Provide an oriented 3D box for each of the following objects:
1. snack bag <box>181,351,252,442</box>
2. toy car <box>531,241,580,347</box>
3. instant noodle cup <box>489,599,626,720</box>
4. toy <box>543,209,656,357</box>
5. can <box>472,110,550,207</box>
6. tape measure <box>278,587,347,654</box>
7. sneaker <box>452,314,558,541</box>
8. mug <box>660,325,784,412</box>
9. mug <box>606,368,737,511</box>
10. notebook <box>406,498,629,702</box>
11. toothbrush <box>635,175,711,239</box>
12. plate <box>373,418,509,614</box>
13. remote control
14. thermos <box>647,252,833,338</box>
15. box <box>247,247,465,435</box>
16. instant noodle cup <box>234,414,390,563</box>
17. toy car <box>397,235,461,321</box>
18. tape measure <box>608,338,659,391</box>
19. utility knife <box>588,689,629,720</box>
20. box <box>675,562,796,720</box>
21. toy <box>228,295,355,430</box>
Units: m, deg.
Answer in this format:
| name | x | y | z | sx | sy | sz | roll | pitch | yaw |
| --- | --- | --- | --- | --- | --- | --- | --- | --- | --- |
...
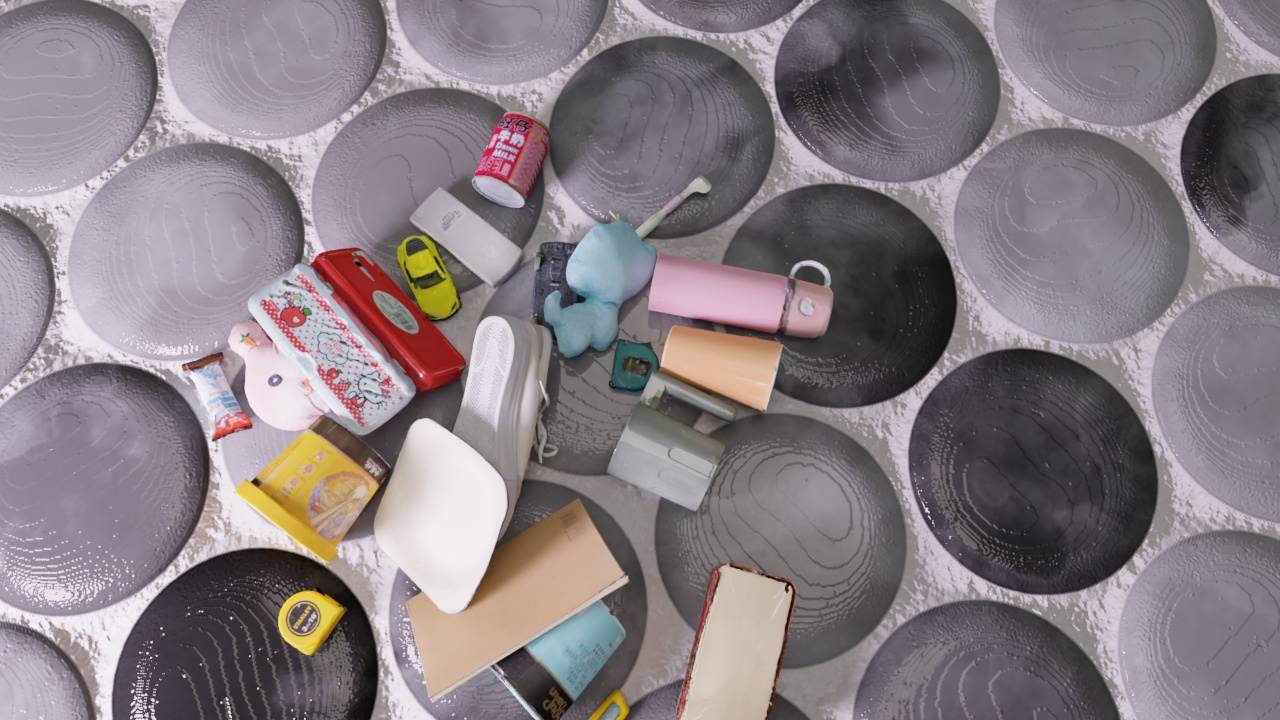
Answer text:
| name | x | y | z | sx | sy | sz | roll | pitch | yaw |
| --- | --- | --- | --- | --- | --- | --- | --- | --- | --- |
| snack bag | -0.467 | 0.040 | 1.011 | 0.048 | 0.026 | 0.104 | -22 | 76 | -18 |
| toy car | -0.095 | -0.075 | 1.038 | 0.054 | 0.037 | 0.120 | 4 | 84 | -1 |
| instant noodle cup | -0.081 | 0.286 | 0.908 | 0.120 | 0.111 | 0.111 | -41 | 78 | -20 |
| toy | -0.042 | -0.086 | 1.014 | 0.161 | 0.050 | 0.156 | -11 | 108 | -41 |
| can | -0.148 | -0.234 | 1.065 | 0.066 | 0.066 | 0.093 | 19 | 75 | 5 |
| tape measure | -0.341 | 0.267 | 0.946 | 0.057 | 0.029 | 0.060 | 32 | 77 | 7 |
| sneaker | -0.141 | 0.074 | 0.981 | 0.090 | 0.090 | 0.242 | 11 | 93 | 36 |
| mug | 0.088 | 0.003 | 0.997 | 0.123 | 0.078 | 0.078 | 15 | 75 | 9 |
| mug | 0.036 | 0.084 | 0.968 | 0.103 | 0.084 | 0.123 | 25 | 77 | 5 |
| notebook | -0.128 | 0.229 | 0.914 | 0.211 | 0.149 | 0.012 | -30 | 121 | -8 |
| toothbrush | 0.007 | -0.150 | 1.067 | 0.189 | 0.020 | 0.029 | -41 | 48 | -9 |
| plate | -0.197 | 0.156 | 0.939 | 0.164 | 0.034 | 0.164 | 33 | 106 | 32 |
| remote control | -0.200 | -0.142 | 1.064 | 0.135 | 0.019 | 0.056 | 38 | 78 | 10 |
| thermos | 0.113 | -0.080 | 1.019 | 0.198 | 0.067 | 0.087 | 10 | 89 | 4 |
| box | -0.301 | -0.031 | 0.985 | 0.201 | 0.065 | 0.159 | 46 | 50 | 11 |
| instant noodle cup | -0.330 | 0.128 | 0.944 | 0.118 | 0.119 | 0.114 | 33 | 69 | 9 |
| toy car | -0.242 | -0.095 | 1.045 | 0.048 | 0.032 | 0.105 | -25 | 78 | -7 |
| tape measure | -0.006 | 0.006 | 1.020 | 0.054 | 0.025 | 0.058 | 8 | 75 | 3 |
| utility knife | -0.067 | 0.394 | 0.917 | 0.033 | 0.015 | 0.153 | 41 | 78 | 8 |
| box | 0.094 | 0.291 | 0.913 | 0.091 | 0.077 | 0.168 | 15 | 74 | 3 |
| toy | -0.387 | 0.000 | 1.011 | 0.121 | 0.054 | 0.159 | -40 | 70 | -12 |
